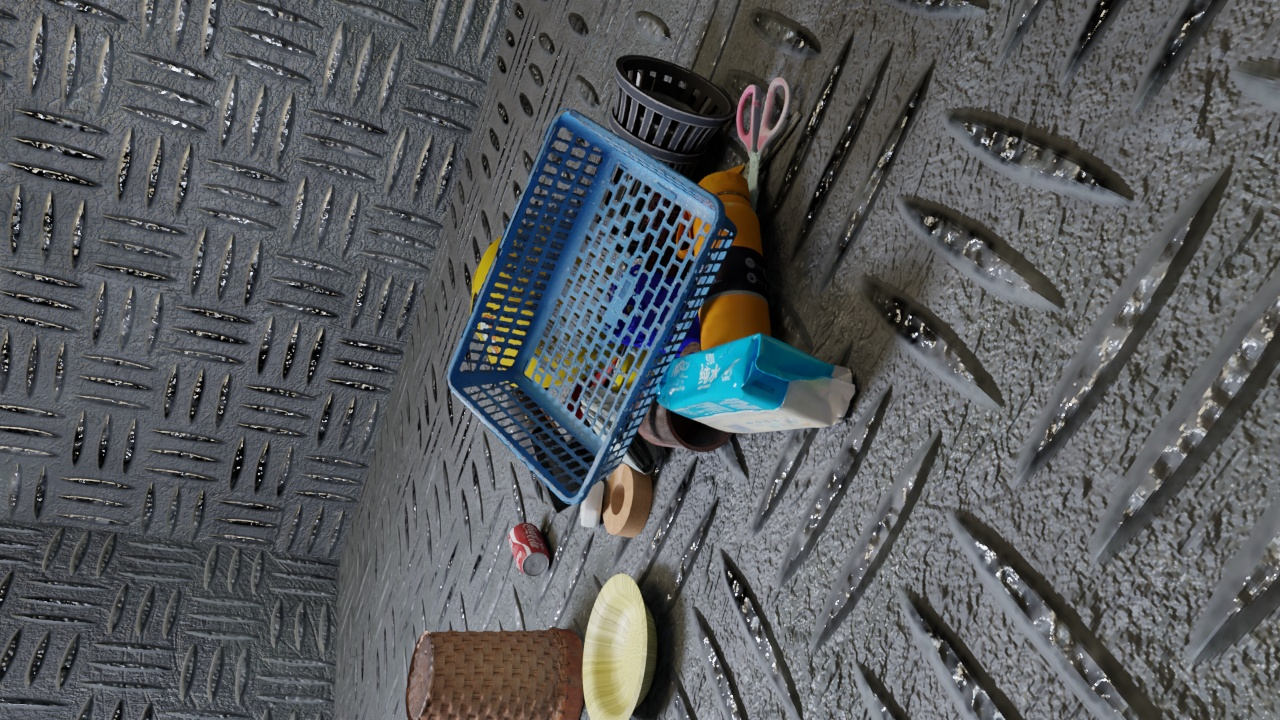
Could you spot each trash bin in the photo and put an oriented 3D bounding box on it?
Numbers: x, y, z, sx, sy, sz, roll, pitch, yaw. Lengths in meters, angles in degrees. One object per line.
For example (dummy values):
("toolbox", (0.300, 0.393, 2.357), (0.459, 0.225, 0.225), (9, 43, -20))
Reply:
("trash bin", (-0.198, 0.436, 1.257), (0.152, 0.210, 0.151), (-44, 39, 51))
("trash bin", (0.007, -0.265, 1.235), (0.164, 0.164, 0.228), (-105, 32, -48))

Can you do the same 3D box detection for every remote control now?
("remote control", (-0.067, 0.197, 1.270), (0.114, 0.028, 0.060), (101, 177, -71))

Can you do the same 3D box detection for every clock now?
("clock", (-0.007, 0.007, 1.228), (0.119, 0.057, 0.083), (-139, 69, -88))

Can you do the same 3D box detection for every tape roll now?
("tape roll", (-0.018, 0.184, 1.208), (0.094, 0.027, 0.093), (-45, 39, 52))

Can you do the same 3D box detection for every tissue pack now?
("tissue pack", (0.104, 0.029, 0.898), (0.210, 0.117, 0.066), (-20, 54, 63))

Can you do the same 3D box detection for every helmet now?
("helmet", (-0.118, -0.095, 1.202), (0.240, 0.208, 0.140), (64, 157, 19))

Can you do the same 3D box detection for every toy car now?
("toy car", (0.038, -0.143, 1.157), (0.061, 0.070, 0.170), (-78, -3, -47))

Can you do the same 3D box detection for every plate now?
("plate", (-0.017, 0.353, 1.104), (0.184, 0.036, 0.184), (-167, 90, -68))

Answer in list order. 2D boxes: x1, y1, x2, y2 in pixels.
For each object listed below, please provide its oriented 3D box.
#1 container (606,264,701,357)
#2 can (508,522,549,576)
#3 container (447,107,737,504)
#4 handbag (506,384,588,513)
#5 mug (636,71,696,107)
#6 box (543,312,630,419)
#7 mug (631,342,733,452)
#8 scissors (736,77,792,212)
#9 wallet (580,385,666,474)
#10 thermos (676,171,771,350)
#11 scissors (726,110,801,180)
("container", (0.029, -0.055, 1.119), (0.085, 0.113, 0.084), (-30, 50, 60))
("can", (-0.180, 0.306, 1.486), (0.054, 0.054, 0.096), (-71, 23, 13))
("container", (-0.053, -0.059, 1.009), (0.257, 0.089, 0.363), (39, 112, 32))
("handbag", (-0.159, 0.101, 1.375), (0.196, 0.072, 0.176), (64, 170, -23))
("mug", (0.019, -0.342, 1.322), (0.085, 0.094, 0.121), (-156, 80, -67))
("box", (-0.098, -0.017, 1.355), (0.158, 0.126, 0.136), (-57, 3, 38))
("mug", (0.050, 0.041, 1.047), (0.110, 0.096, 0.123), (-3, 78, 62))
("scissors", (0.142, -0.240, 1.060), (0.101, 0.016, 0.178), (-6, 78, 56))
("wallet", (-0.027, 0.088, 1.190), (0.100, 0.054, 0.132), (64, 164, -18))
("thermos", (0.092, -0.100, 1.011), (0.076, 0.091, 0.232), (134, 139, -56))
("scissors", (0.127, -0.213, 1.106), (0.230, 0.016, 0.113), (-41, 43, 52))
